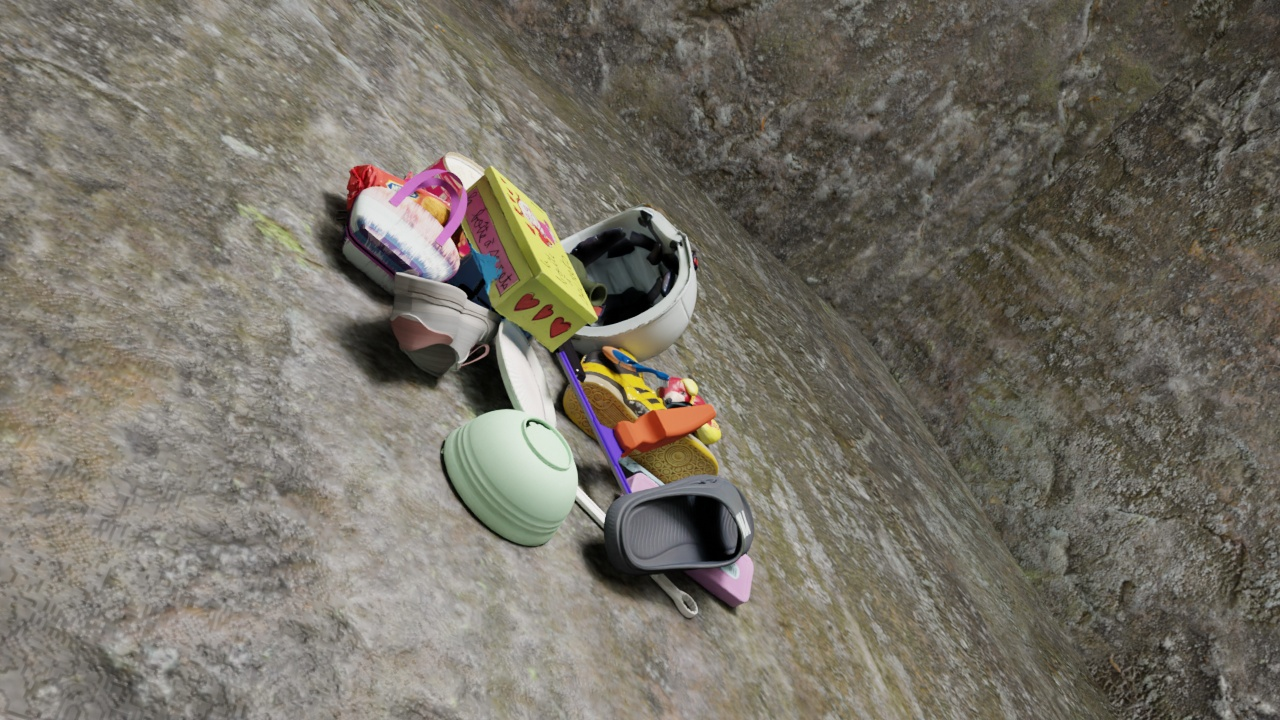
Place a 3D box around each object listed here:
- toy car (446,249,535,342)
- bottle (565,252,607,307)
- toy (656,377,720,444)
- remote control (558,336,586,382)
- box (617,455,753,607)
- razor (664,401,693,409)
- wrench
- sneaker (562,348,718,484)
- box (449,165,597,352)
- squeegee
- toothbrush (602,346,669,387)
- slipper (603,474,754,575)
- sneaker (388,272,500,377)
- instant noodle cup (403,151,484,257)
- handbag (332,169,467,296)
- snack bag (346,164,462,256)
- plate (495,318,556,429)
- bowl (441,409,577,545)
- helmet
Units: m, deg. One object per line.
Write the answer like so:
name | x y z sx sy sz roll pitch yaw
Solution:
toy car | -0.186 -0.086 1.207 0.153 0.056 0.055 41 5 -33
bottle | -0.125 -0.119 1.253 0.207 0.071 0.071 27 2 40
toy | 0.081 0.077 1.464 0.137 0.067 0.105 46 10 -27
remote control | -0.097 -0.027 1.174 0.032 0.015 0.136 39 19 -47
box | 0.055 0.206 1.158 0.214 0.051 0.148 40 16 -19
razor | 0.046 0.096 1.334 0.053 0.064 0.140 45 16 1
wrench | -0.032 0.192 1.045 0.273 0.009 0.047 46 18 -2
sneaker | 0.002 0.075 1.237 0.238 0.086 0.122 36 25 -18
box | -0.145 -0.126 1.129 0.124 0.082 0.221 40 15 -46
squeegee | 0.018 0.085 1.132 0.184 0.055 0.249 -15 69 -35
toothbrush | -0.007 0.007 1.176 0.021 0.017 0.135 -14 26 -36
slipper | 0.069 0.185 1.044 0.267 0.083 0.110 5 77 -51
sneaker | -0.218 -0.028 1.006 0.099 0.089 0.236 16 -6 8
instant noodle cup | -0.251 -0.227 1.333 0.178 0.078 0.178 40 19 -17
handbag | -0.262 -0.164 1.076 0.144 0.068 0.169 41 48 -16
snack bag | -0.298 -0.186 1.152 0.176 0.082 0.082 22 30 -53
plate | -0.135 0.026 1.073 0.157 0.014 0.157 -19 89 -83
bowl | -0.118 0.106 0.932 0.151 0.077 0.150 42 19 -18
helmet | -0.023 -0.087 1.348 0.263 0.236 0.164 58 -5 46
